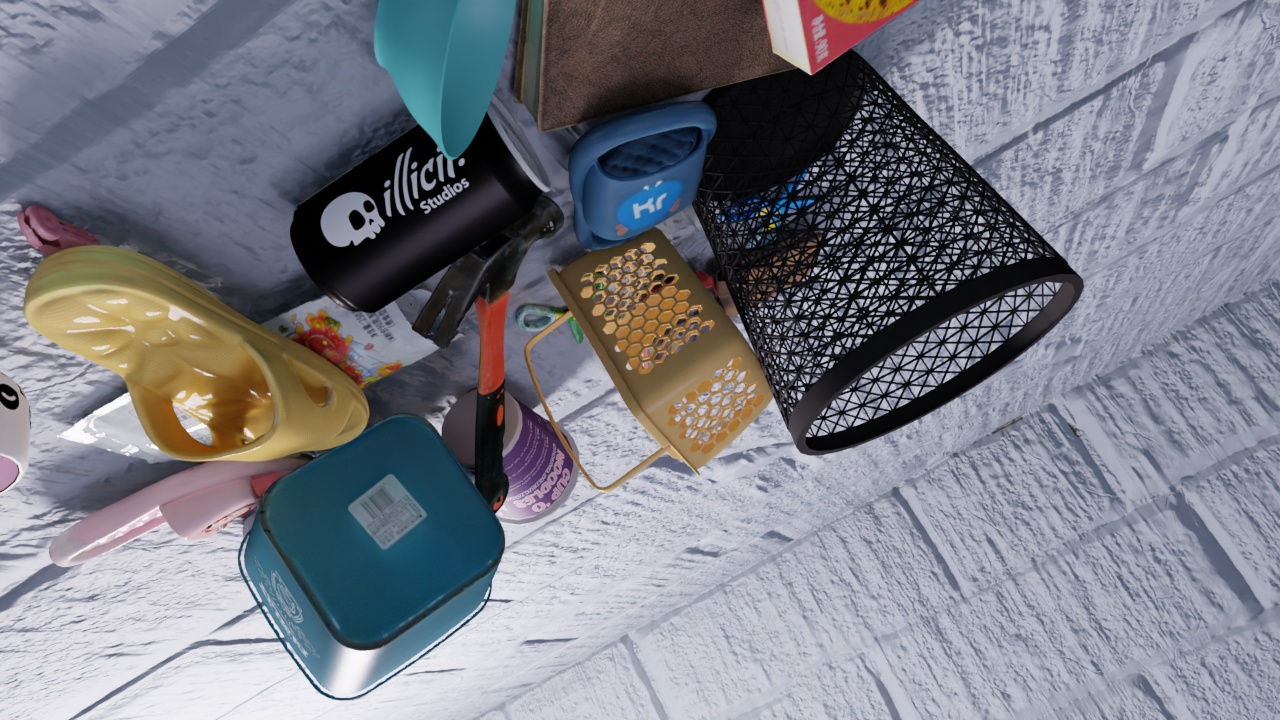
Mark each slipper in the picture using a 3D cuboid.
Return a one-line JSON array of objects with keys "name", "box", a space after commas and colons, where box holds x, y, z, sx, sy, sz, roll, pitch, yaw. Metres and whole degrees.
[{"name": "slipper", "box": [0.002, -0.121, 0.651, 0.103, 0.059, 0.214, -23, 171, -12]}, {"name": "slipper", "box": [-0.383, 0.126, 0.780, 0.221, 0.055, 0.107, -22, 174, -7]}, {"name": "slipper", "box": [-0.272, 0.023, 0.589, 0.099, 0.078, 0.263, -15, 151, 10]}]

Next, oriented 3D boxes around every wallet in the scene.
[{"name": "wallet", "box": [0.124, -0.086, 0.929, 0.121, 0.027, 0.099, -24, 162, -9]}]

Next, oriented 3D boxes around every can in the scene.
[{"name": "can", "box": [-0.135, -0.096, 0.564, 0.146, 0.080, 0.080, -31, 157, 9]}]

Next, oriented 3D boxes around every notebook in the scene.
[{"name": "notebook", "box": [0.032, -0.227, 0.527, 0.215, 0.034, 0.191, -19, 156, -19]}]

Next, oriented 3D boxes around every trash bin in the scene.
[{"name": "trash bin", "box": [0.152, -0.091, 0.677, 0.216, 0.243, 0.217, -23, 157, -11]}, {"name": "trash bin", "box": [-0.228, 0.164, 0.794, 0.198, 0.196, 0.219, -33, 173, -28]}]

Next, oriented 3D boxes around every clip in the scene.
[{"name": "clip", "box": [-0.315, -0.066, 0.509, 0.049, 0.023, 0.059, -18, 158, -31]}]

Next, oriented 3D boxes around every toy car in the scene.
[{"name": "toy car", "box": [0.038, -0.025, 0.934, 0.081, 0.056, 0.190, -22, 155, -8]}]

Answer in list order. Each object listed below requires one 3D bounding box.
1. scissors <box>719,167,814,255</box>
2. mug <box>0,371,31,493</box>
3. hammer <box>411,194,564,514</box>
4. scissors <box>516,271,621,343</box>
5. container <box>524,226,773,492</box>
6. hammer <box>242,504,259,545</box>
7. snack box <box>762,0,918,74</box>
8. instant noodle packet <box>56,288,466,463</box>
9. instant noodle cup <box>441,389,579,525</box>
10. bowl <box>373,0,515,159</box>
[{"name": "scissors", "box": [0.122, -0.136, 0.847, 0.125, 0.013, 0.130, -15, 159, -27]}, {"name": "mug", "box": [-0.415, 0.032, 0.534, 0.090, 0.076, 0.124, -20, 156, -18]}, {"name": "hammer", "box": [-0.122, 0.029, 0.751, 0.132, 0.033, 0.334, -47, 159, -37]}, {"name": "scissors", "box": [-0.067, -0.040, 0.846, 0.116, 0.012, 0.130, -21, 155, -12]}, {"name": "container", "box": [-0.004, 0.004, 0.754, 0.167, 0.183, 0.129, -36, 139, 3]}, {"name": "hammer", "box": [-0.283, 0.162, 1.021, 0.310, 0.029, 0.125, -6, 149, -42]}, {"name": "snack box", "box": [0.125, -0.254, 0.491, 0.145, 0.040, 0.143, -36, 141, -6]}, {"name": "instant noodle packet", "box": [-0.277, 0.020, 0.697, 0.269, 0.057, 0.147, -26, 156, 11]}, {"name": "instant noodle cup", "box": [-0.145, 0.092, 0.931, 0.137, 0.121, 0.122, -20, 148, 6]}, {"name": "bowl", "box": [-0.102, -0.167, 0.461, 0.046, 0.120, 0.121, 17, 149, -1]}]
